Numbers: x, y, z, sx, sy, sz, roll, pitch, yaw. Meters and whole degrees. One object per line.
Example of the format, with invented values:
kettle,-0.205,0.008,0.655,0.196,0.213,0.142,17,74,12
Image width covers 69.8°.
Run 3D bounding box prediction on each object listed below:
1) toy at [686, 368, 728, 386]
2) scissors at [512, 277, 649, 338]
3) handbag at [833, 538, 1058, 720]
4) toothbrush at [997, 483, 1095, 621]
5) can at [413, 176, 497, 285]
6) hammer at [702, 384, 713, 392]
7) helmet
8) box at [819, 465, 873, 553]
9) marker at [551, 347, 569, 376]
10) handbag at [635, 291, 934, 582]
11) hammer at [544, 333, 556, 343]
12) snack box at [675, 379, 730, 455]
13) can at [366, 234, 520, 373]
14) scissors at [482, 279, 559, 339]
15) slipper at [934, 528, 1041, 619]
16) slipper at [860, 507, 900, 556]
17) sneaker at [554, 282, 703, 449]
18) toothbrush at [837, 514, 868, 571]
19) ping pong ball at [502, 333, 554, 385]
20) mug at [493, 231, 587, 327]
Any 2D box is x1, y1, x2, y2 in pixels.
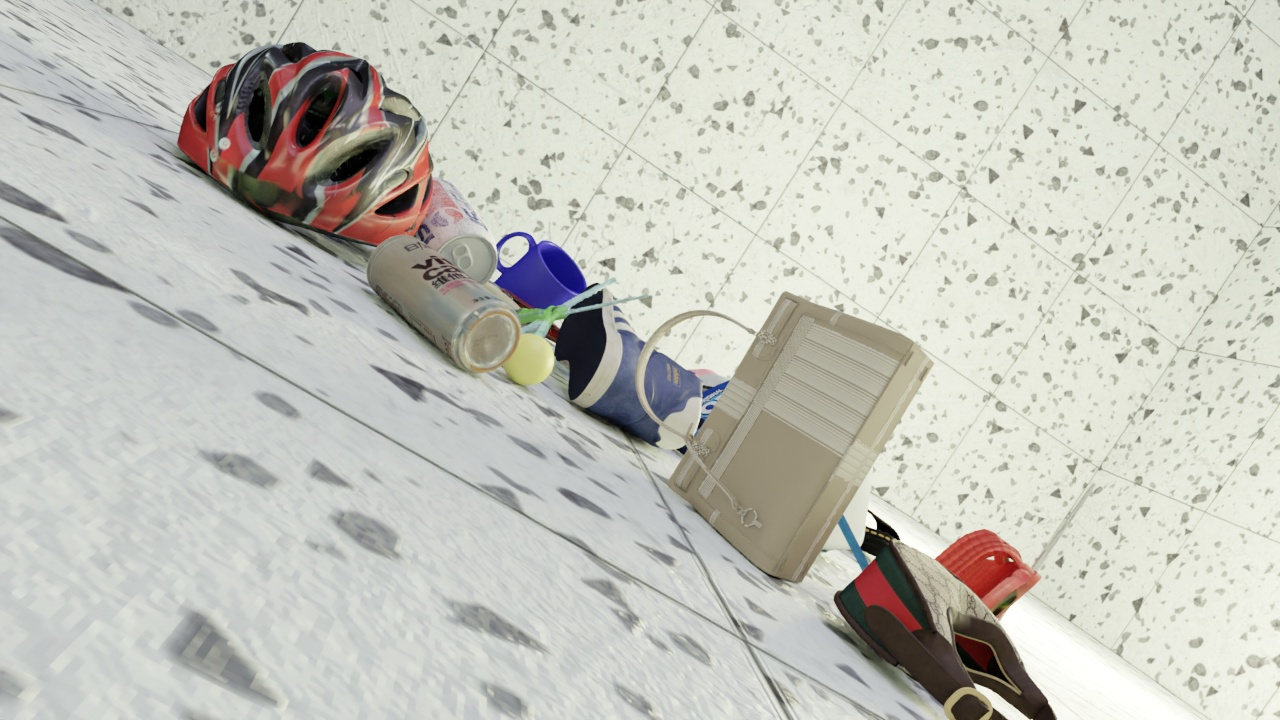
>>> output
toy,0.093,0.063,1.161,0.142,0.084,0.213,40,2,-8
scissors,-0.076,-0.039,0.814,0.167,0.171,0.023,-60,137,-68
handbag,0.193,0.179,0.562,0.166,0.063,0.138,30,13,-48
toothbrush,0.335,0.182,0.776,0.010,0.181,0.010,24,11,-37
can,-0.203,-0.131,0.953,0.078,0.078,0.136,30,14,-42
hammer,0.111,0.037,1.020,0.314,0.138,0.035,10,16,-16
helmet,-0.290,-0.193,0.831,0.217,0.167,0.271,26,17,-16
box,0.116,0.117,0.791,0.125,0.106,0.215,2,-12,27
marker,-0.064,0.014,0.954,0.146,0.017,0.017,33,3,7
handbag,0.076,0.029,0.663,0.198,0.175,0.062,32,2,37
hammer,-0.186,-0.081,1.129,0.323,0.033,0.115,32,1,-28
snack box,0.097,0.053,0.940,0.082,0.150,0.027,37,-37,49
can,-0.142,-0.042,0.657,0.136,0.054,0.054,35,4,40
scissors,-0.143,-0.065,0.998,0.187,0.015,0.179,32,8,-23
slipper,0.275,0.191,0.790,0.059,0.103,0.248,48,5,15
slipper,0.234,0.160,1.117,0.113,0.076,0.268,31,3,-25
sneaker,-0.006,0.005,0.872,0.118,0.091,0.233,29,10,-16
toothbrush,0.155,0.137,0.691,0.167,0.014,0.016,60,-8,-23
ping pong ball,-0.086,-0.001,0.705,0.040,0.040,0.040,33,3,-2
mug,-0.129,-0.096,1.067,0.111,0.084,0.079,53,23,0
